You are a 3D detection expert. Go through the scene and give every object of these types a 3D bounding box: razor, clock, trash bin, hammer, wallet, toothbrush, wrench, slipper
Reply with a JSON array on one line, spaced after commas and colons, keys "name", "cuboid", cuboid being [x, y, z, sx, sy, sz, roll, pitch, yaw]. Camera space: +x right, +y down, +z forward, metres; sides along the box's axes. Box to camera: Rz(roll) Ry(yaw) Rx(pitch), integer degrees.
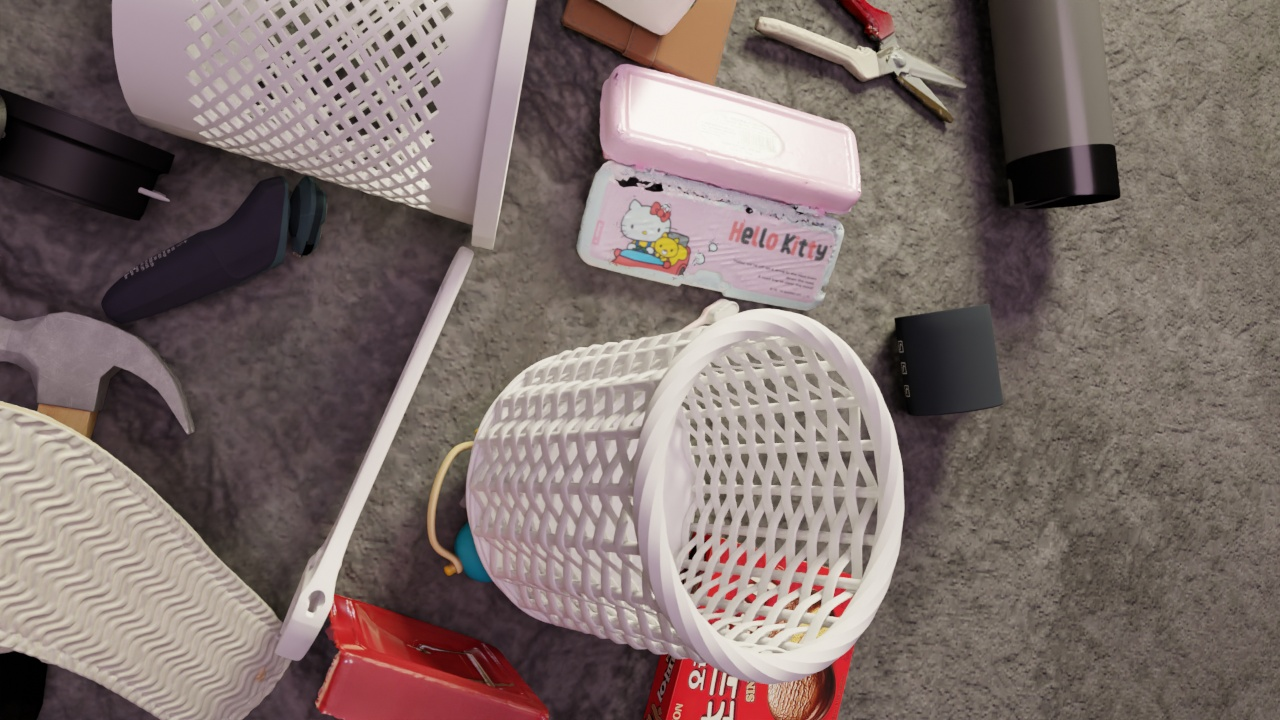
[{"name": "razor", "cuboid": [-0.255, -0.066, 0.555, 0.142, 0.047, 0.052, -31, 123, -16]}, {"name": "clock", "cuboid": [-0.324, -0.116, 0.505, 0.120, 0.091, 0.042, 20, 91, -32]}, {"name": "trash bin", "cuboid": [-0.167, -0.179, 0.524, 0.199, 0.196, 0.195, 10, 84, -10]}, {"name": "hammer", "cuboid": [-0.346, 0.136, 0.515, 0.131, 0.039, 0.328, 12, 84, -20]}, {"name": "wallet", "cuboid": [0.009, -0.257, 0.672, 0.121, 0.013, 0.087, 20, 77, -18]}, {"name": "clock", "cuboid": [-0.077, 0.101, 0.612, 0.129, 0.044, 0.099, 15, 82, -26]}, {"name": "toothbrush", "cuboid": [-0.004, 0.004, 0.655, 0.181, 0.018, 0.016, -32, 110, -17]}, {"name": "wrench", "cuboid": [-0.159, 0.048, 0.567, 0.018, 0.066, 0.272, 25, 70, -17]}, {"name": "slipper", "cuboid": [-0.292, 0.116, 0.485, 0.114, 0.052, 0.263, -49, 134, -20]}]

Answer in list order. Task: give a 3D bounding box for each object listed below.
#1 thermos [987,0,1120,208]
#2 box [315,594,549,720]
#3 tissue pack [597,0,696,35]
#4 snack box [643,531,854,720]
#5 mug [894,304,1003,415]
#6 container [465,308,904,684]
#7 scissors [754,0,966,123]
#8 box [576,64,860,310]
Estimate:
[{"name": "thermos", "cuboid": [0.335, -0.246, 0.753, 0.082, 0.082, 0.240, -6, 90, -20]}, {"name": "box", "cuboid": [-0.130, 0.246, 0.526, 0.156, 0.157, 0.170, 19, 81, -16]}, {"name": "tissue pack", "cuboid": [0.030, -0.343, 0.606, 0.120, 0.142, 0.197, 18, 77, -18]}, {"name": "snack box", "cuboid": [0.084, 0.216, 0.668, 0.132, 0.036, 0.152, 19, 82, -18]}, {"name": "mug", "cuboid": [0.250, -0.002, 0.726, 0.104, 0.071, 0.077, -9, 91, -47]}, {"name": "container", "cuboid": [0.021, 0.076, 0.541, 0.189, 0.187, 0.189, 5, 81, -37]}, {"name": "scissors", "cuboid": [0.174, -0.259, 0.731, 0.179, 0.015, 0.185, -21, 95, -21]}, {"name": "box", "cuboid": [0.063, -0.123, 0.660, 0.201, 0.067, 0.153, 9, 85, -18]}]
